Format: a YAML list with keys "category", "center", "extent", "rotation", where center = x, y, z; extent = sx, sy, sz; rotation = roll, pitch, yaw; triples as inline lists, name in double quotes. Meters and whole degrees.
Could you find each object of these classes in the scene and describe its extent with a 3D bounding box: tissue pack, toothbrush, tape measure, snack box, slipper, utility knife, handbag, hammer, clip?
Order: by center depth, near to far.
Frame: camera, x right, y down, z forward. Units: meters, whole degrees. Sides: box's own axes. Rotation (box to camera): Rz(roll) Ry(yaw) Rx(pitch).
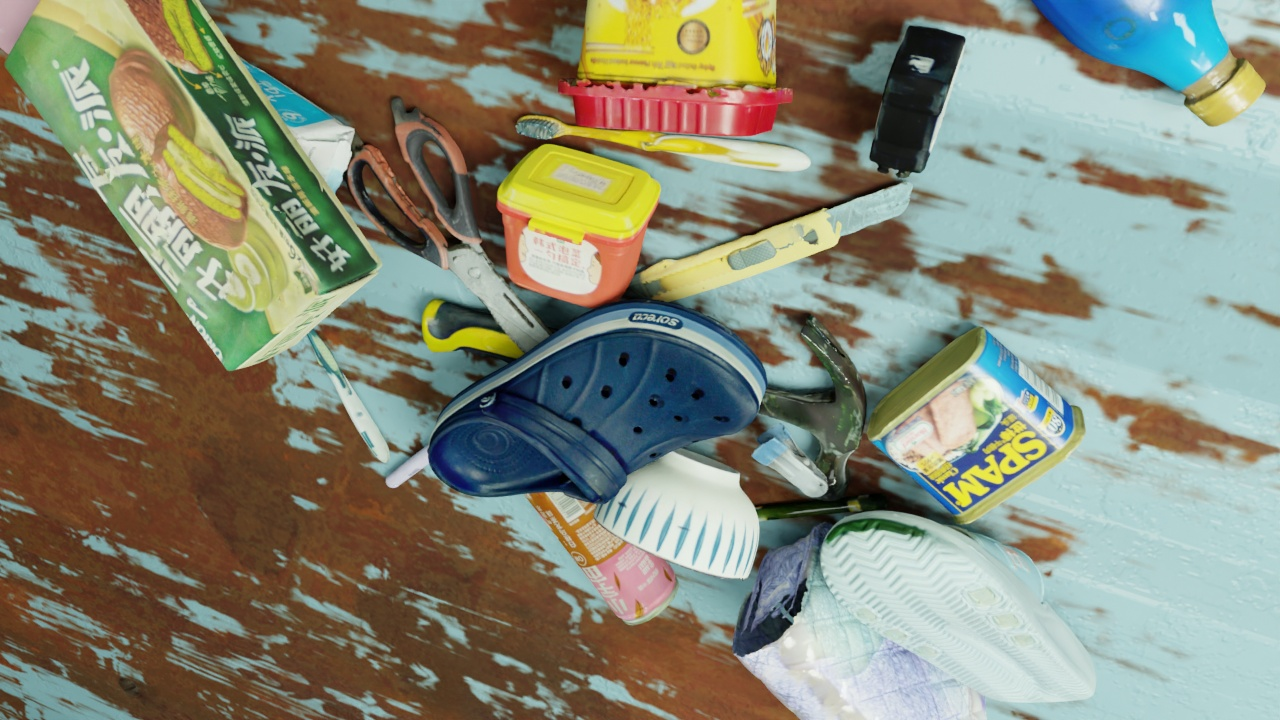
- category: "tape measure"
  center: [0.148, -0.142, 0.489]
  extent: [0.033, 0.065, 0.066]
  rotation: [19, 149, 13]
- category: "toothbrush"
  center: [0.010, -0.135, 0.570]
  extent: [0.191, 0.018, 0.016]
  rotation: [11, 122, 14]
- category: "snack box"
  center: [-0.276, -0.122, 0.572]
  extent: [0.115, 0.063, 0.240]
  rotation: [-29, 98, 33]
- category: "snack box"
  center: [-0.041, -0.082, 0.584]
  extent: [0.091, 0.081, 0.080]
  rotation: [18, 132, 8]
- category: "utility knife"
  center: [0.078, -0.072, 0.586]
  extent: [0.199, 0.020, 0.031]
  rotation: [-20, 115, 23]
- category: "slipper"
  center: [-0.044, 0.043, 0.595]
  extent: [0.253, 0.095, 0.105]
  rotation: [-19, 129, 28]
- category: "clip"
  center: [0.103, 0.069, 0.613]
  extent: [0.058, 0.041, 0.026]
  rotation: [42, 122, -7]
- category: "slipper"
  center: [0.224, 0.161, 0.616]
  extent: [0.245, 0.074, 0.104]
  rotation: [38, 138, -27]
- category: "tissue pack"
  center: [-0.265, -0.147, 0.632]
  extent: [0.140, 0.063, 0.090]
  rotation: [34, 122, 8]
- category: "handbag"
  center: [0.157, 0.220, 0.645]
  extent: [0.194, 0.133, 0.076]
  rotation: [45, 122, -7]
- category: "hammer"
  center: [-0.004, 0.004, 0.645]
  extent: [0.323, 0.031, 0.126]
  rotation: [14, 121, 13]
- category: "toothbrush"
  center: [0.091, 0.117, 0.684]
  extent: [0.186, 0.012, 0.017]
  rotation: [-11, 119, 25]
- category: "toothbrush"
  center: [-0.152, 0.066, 0.730]
  extent: [0.029, 0.021, 0.190]
  rotation: [12, 147, -42]
- category: "toothbrush"
  center: [-0.255, 0.004, 0.746]
  extent: [0.018, 0.016, 0.192]
  rotation: [-12, 113, 36]

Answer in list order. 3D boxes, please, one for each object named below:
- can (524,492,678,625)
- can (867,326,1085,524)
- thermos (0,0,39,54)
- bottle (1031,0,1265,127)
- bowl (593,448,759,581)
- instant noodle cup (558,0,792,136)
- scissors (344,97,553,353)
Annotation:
- category: "can"
  center: [-0.032, 0.132, 0.709]
  extent: [0.058, 0.057, 0.147]
  rotation: [-27, 106, 30]
- category: "can"
  center: [0.206, 0.040, 0.574]
  extent: [0.083, 0.057, 0.102]
  rotation: [41, 123, -3]
- category: "thermos"
  center: [-0.352, -0.271, 0.604]
  extent: [0.199, 0.067, 0.087]
  rotation: [-17, 81, 27]
- category: "bottle"
  center: [0.210, -0.197, 0.436]
  extent: [0.218, 0.065, 0.065]
  rotation: [43, 123, -6]
- category: "bowl"
  center: [0.032, 0.099, 0.641]
  extent: [0.116, 0.116, 0.066]
  rotation: [21, 90, 8]
- category: "instant noodle cup"
  center: [0.024, -0.187, 0.489]
  extent: [0.116, 0.116, 0.124]
  rotation: [9, 109, 15]
- category: "scissors"
  center: [-0.116, -0.083, 0.627]
  extent: [0.205, 0.015, 0.197]
  rotation: [13, 112, 19]
